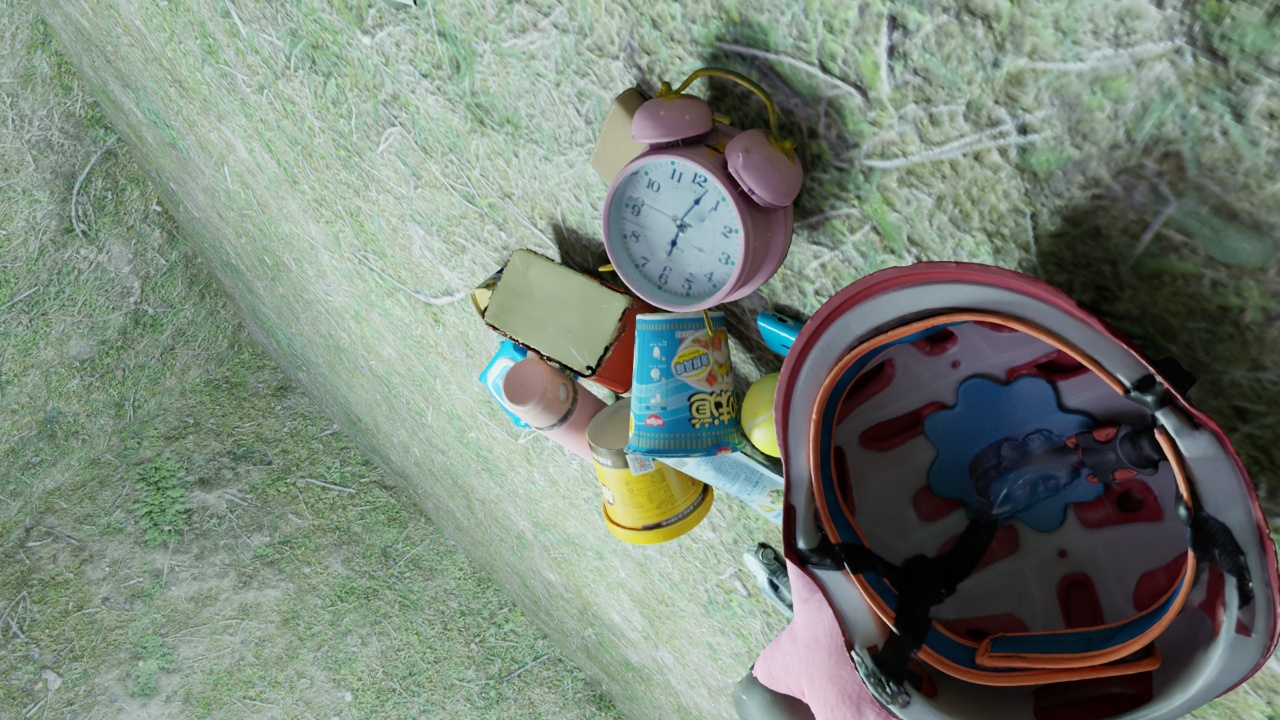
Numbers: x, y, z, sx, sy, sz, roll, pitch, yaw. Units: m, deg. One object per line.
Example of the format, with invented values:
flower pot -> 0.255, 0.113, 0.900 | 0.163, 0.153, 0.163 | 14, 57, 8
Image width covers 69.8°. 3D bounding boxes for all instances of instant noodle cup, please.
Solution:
instant noodle cup -> 0.005, 0.107, 0.937 | 0.118, 0.118, 0.114 | 21, 138, 48
instant noodle cup -> 0.034, 0.016, 0.727 | 0.099, 0.099, 0.110 | 4, 97, 60

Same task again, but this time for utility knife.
utility knife -> 0.155, 0.009, 0.629 | 0.179, 0.018, 0.034 | 29, 150, 36

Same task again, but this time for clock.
clock -> 0.037, -0.101, 0.568 | 0.117, 0.059, 0.159 | 32, 125, 17

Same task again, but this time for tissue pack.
tissue pack -> -0.139, 0.023, 1.093 | 0.095, 0.052, 0.158 | 48, 141, 2

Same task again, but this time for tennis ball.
tennis ball -> 0.109, 0.041, 0.699 | 0.065, 0.065, 0.066 | 39, 156, 21

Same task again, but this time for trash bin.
trash bin -> 0.221, 0.371, 0.885 | 0.220, 0.198, 0.199 | 40, 157, 36

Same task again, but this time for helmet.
helmet -> 0.186, 0.061, 0.476 | 0.207, 0.143, 0.240 | -30, 82, 30

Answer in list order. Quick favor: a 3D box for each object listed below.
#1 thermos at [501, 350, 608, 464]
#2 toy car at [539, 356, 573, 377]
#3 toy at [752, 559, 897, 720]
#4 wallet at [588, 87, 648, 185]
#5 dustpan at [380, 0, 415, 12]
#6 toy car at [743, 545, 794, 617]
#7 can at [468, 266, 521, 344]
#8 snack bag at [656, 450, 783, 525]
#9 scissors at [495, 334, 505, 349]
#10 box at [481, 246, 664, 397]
thermos -> -0.072, 0.048, 0.967 | 0.067, 0.087, 0.198 | -3, 156, 26
toy car -> -0.095, 0.014, 1.008 | 0.048, 0.105, 0.032 | 28, -164, 19
toy -> 0.169, 0.253, 0.807 | 0.179, 0.074, 0.194 | -22, 68, 33
wallet -> 0.016, -0.124, 0.646 | 0.115, 0.033, 0.090 | 47, 155, 6
dustpan -> -0.304, -0.434, 0.751 | 0.258, 0.142, 0.223 | 9, 146, 12
toy car -> 0.146, 0.239, 0.995 | 0.090, 0.034, 0.043 | 47, 161, 7
can -> -0.126, -0.059, 0.981 | 0.148, 0.049, 0.074 | 15, 141, 53
snack bag -> 0.098, 0.111, 0.826 | 0.191, 0.038, 0.111 | 29, 149, -1
scissors -> -0.122, 0.041, 1.174 | 0.170, 0.019, 0.180 | 39, 153, 12
box -> -0.066, -0.042, 0.825 | 0.168, 0.091, 0.077 | 27, 180, 41
